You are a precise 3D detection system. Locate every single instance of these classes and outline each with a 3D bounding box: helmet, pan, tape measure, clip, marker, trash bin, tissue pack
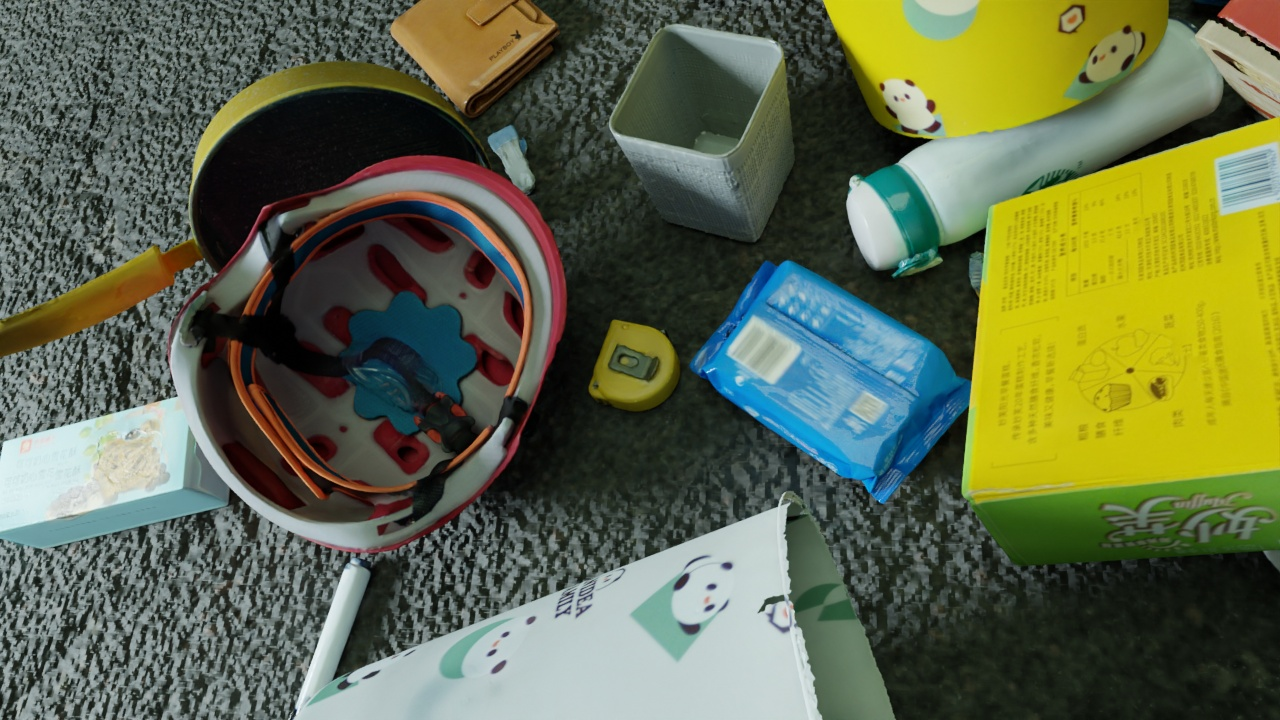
[{"bbox_3d":[-0.158,-0.004,0.590,0.207,0.144,0.239,41,78,0],"label":"helmet"},{"bbox_3d":[-0.269,-0.075,0.602,0.357,0.198,0.078,-17,53,-11],"label":"pan"},{"bbox_3d":[-0.004,0.004,0.608,0.057,0.029,0.060,13,71,21],"label":"tape measure"},{"bbox_3d":[-0.097,-0.153,0.714,0.027,0.045,0.058,-22,71,3],"label":"clip"},{"bbox_3d":[-0.204,0.192,0.593,0.023,0.018,0.130,4,68,29],"label":"marker"},{"bbox_3d":[-0.014,0.205,0.419,0.252,0.229,0.229,-19,62,14],"label":"trash bin"},{"bbox_3d":[0.113,0.009,0.556,0.157,0.052,0.095,35,83,27],"label":"tissue pack"},{"bbox_3d":[0.185,-0.286,0.520,0.230,0.255,0.229,-20,35,15],"label":"trash bin"}]

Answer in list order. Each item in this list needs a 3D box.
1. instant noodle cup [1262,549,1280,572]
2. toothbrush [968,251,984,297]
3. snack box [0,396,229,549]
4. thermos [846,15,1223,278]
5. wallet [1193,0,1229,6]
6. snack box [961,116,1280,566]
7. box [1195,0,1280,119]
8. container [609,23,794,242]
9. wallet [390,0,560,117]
[{"bbox_3d":[0.353,0.054,0.429,0.114,0.118,0.118,-30,61,11],"label":"instant noodle cup"},{"bbox_3d":[0.210,0.018,0.540,0.016,0.018,0.191,-18,59,39],"label":"toothbrush"},{"bbox_3d":[-0.390,0.083,0.680,0.175,0.051,0.074,-14,64,11],"label":"snack box"},{"bbox_3d":[0.237,-0.127,0.572,0.224,0.073,0.073,-28,61,4],"label":"thermos"},{"bbox_3d":[0.423,-0.285,0.600,0.106,0.040,0.132,11,70,12],"label":"wallet"},{"bbox_3d":[0.252,-0.009,0.450,0.158,0.070,0.209,-15,42,39],"label":"snack box"},{"bbox_3d":[0.368,-0.164,0.480,0.091,0.168,0.080,51,120,29],"label":"box"},{"bbox_3d":[0.049,-0.144,0.610,0.090,0.114,0.090,19,73,24],"label":"container"},{"bbox_3d":[-0.140,-0.277,0.778,0.108,0.031,0.132,-40,63,-1],"label":"wallet"}]
